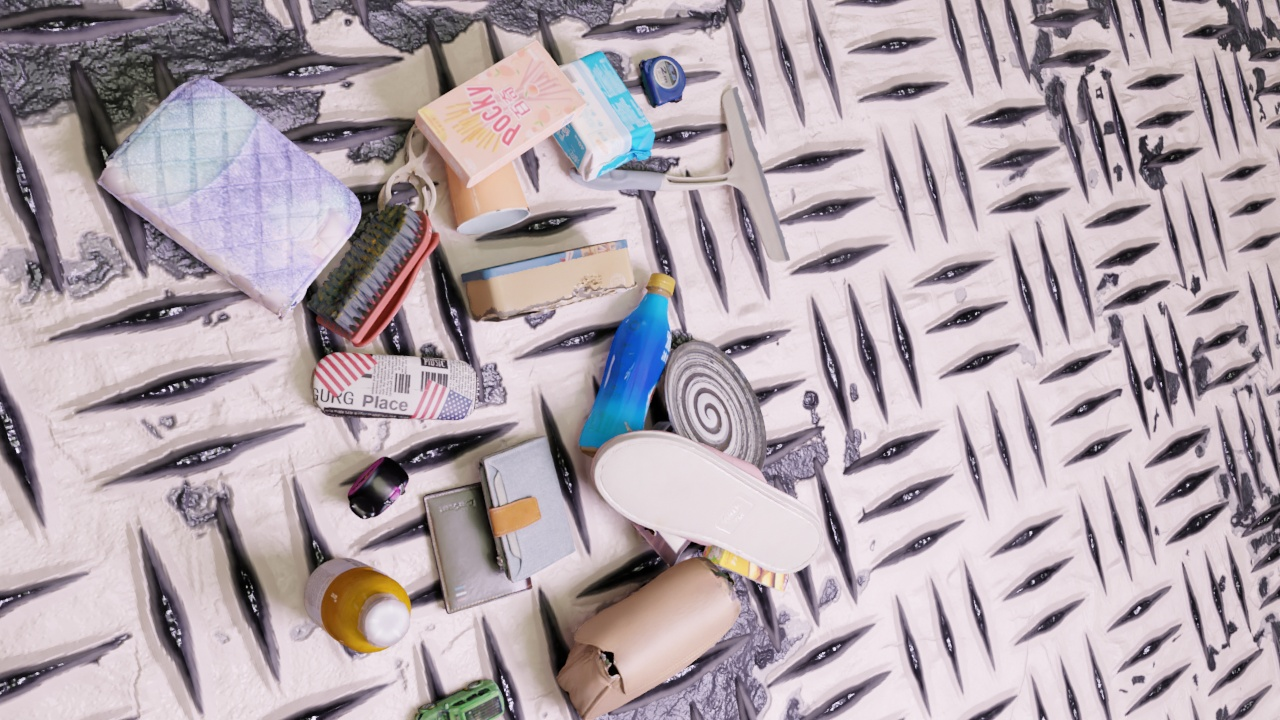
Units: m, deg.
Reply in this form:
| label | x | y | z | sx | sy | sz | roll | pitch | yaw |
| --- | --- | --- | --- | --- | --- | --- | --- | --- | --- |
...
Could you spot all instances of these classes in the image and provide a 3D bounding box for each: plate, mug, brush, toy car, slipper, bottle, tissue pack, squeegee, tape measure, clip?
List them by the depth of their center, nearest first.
| label | x | y | z | sx | sy | sz | roll | pitch | yaw |
| --- | --- | --- | --- | --- | --- | --- | --- | --- | --- |
| bottle | -0.244 | 0.213 | 0.798 | 0.068 | 0.190 | 0.068 | 3 | 84 | -29 |
| tape measure | -0.250 | 0.123 | 0.879 | 0.039 | 0.057 | 0.058 | 45 | 83 | -14 |
| brush | -0.251 | -0.084 | 0.893 | 0.145 | 0.063 | 0.069 | -57 | 146 | -13 |
| toy car | -0.179 | 0.352 | 0.910 | 0.091 | 0.036 | 0.043 | -19 | 95 | -25 |
| clip | -0.224 | -0.182 | 0.938 | 0.092 | 0.035 | 0.103 | 37 | 62 | -16 |
| mug | -0.166 | -0.201 | 0.948 | 0.078 | 0.078 | 0.122 | -13 | 87 | -29 |
| slipper | 0.074 | 0.146 | 0.972 | 0.274 | 0.054 | 0.114 | 25 | 107 | -16 |
| tissue pack | -0.055 | -0.269 | 1.008 | 0.089 | 0.063 | 0.140 | -30 | 81 | -27 |
| bottle | -0.006 | 0.006 | 1.017 | 0.065 | 0.065 | 0.218 | 25 | 75 | -24 |
| plate | 0.083 | 0.062 | 1.058 | 0.179 | 0.024 | 0.179 | 26 | 52 | -38 |
| squeegee | 0.030 | -0.212 | 1.074 | 0.246 | 0.039 | 0.246 | -5 | 69 | -22 |
| tape measure | 0.027 | -0.332 | 1.091 | 0.054 | 0.025 | 0.058 | -24 | 101 | -30 |

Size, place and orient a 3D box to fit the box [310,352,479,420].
| label | x | y | z | sx | sy | sz | roll | pitch | yaw |
| --- | --- | --- | --- | --- | --- | --- | --- | --- | --- |
| box | -0.242 | 0.027 | 0.907 | 0.164 | 0.057 | 0.071 | 7 | 99 | -27 |

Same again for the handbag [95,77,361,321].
| label | x | y | z | sx | sy | sz | roll | pitch | yaw |
| --- | --- | --- | --- | --- | --- | --- | --- | --- | --- |
| handbag | -0.364 | -0.147 | 0.835 | 0.194 | 0.076 | 0.134 | 41 | 72 | -18 |

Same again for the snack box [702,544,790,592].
| label | x | y | z | sx | sy | sz | roll | pitch | yaw |
| --- | --- | --- | --- | --- | --- | --- | --- | --- | --- |
| snack box | 0.134 | 0.210 | 1.068 | 0.140 | 0.034 | 0.086 | 32 | 74 | -41 |

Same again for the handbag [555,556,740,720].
| label | x | y | z | sx | sy | sz | roll | pitch | yaw |
| --- | --- | --- | --- | --- | --- | --- | --- | --- | --- |
| handbag | 0.009 | 0.285 | 0.959 | 0.204 | 0.148 | 0.099 | -25 | 68 | -29 |

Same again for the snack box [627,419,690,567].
| label | x | y | z | sx | sy | sz | roll | pitch | yaw |
| --- | --- | --- | --- | --- | --- | --- | --- | --- | --- |
| snack box | 0.028 | 0.148 | 1.030 | 0.125 | 0.053 | 0.113 | -45 | 106 | -24 |

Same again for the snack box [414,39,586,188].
| label | x | y | z | sx | sy | sz | roll | pitch | yaw |
| --- | --- | --- | --- | --- | --- | --- | --- | --- | --- |
| snack box | -0.137 | -0.248 | 0.918 | 0.157 | 0.026 | 0.084 | -40 | 93 | -25 |

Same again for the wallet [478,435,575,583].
| label | x | y | z | sx | sy | sz | roll | pitch | yaw |
| --- | --- | --- | --- | --- | --- | --- | --- | --- | --- |
| wallet | -0.115 | 0.151 | 0.943 | 0.106 | 0.037 | 0.129 | -18 | 95 | -56 |

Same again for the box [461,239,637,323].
| label | x | y | z | sx | sy | sz | roll | pitch | yaw |
| --- | --- | --- | --- | --- | --- | --- | --- | --- | --- |
| box | -0.100 | -0.083 | 0.963 | 0.184 | 0.090 | 0.060 | -15 | 98 | -30 |

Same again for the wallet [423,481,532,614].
| label | x | y | z | sx | sy | sz | roll | pitch | yaw |
| --- | --- | --- | --- | --- | --- | --- | --- | --- | --- |
| wallet | -0.166 | 0.187 | 0.942 | 0.096 | 0.020 | 0.122 | -10 | 88 | -29 |
